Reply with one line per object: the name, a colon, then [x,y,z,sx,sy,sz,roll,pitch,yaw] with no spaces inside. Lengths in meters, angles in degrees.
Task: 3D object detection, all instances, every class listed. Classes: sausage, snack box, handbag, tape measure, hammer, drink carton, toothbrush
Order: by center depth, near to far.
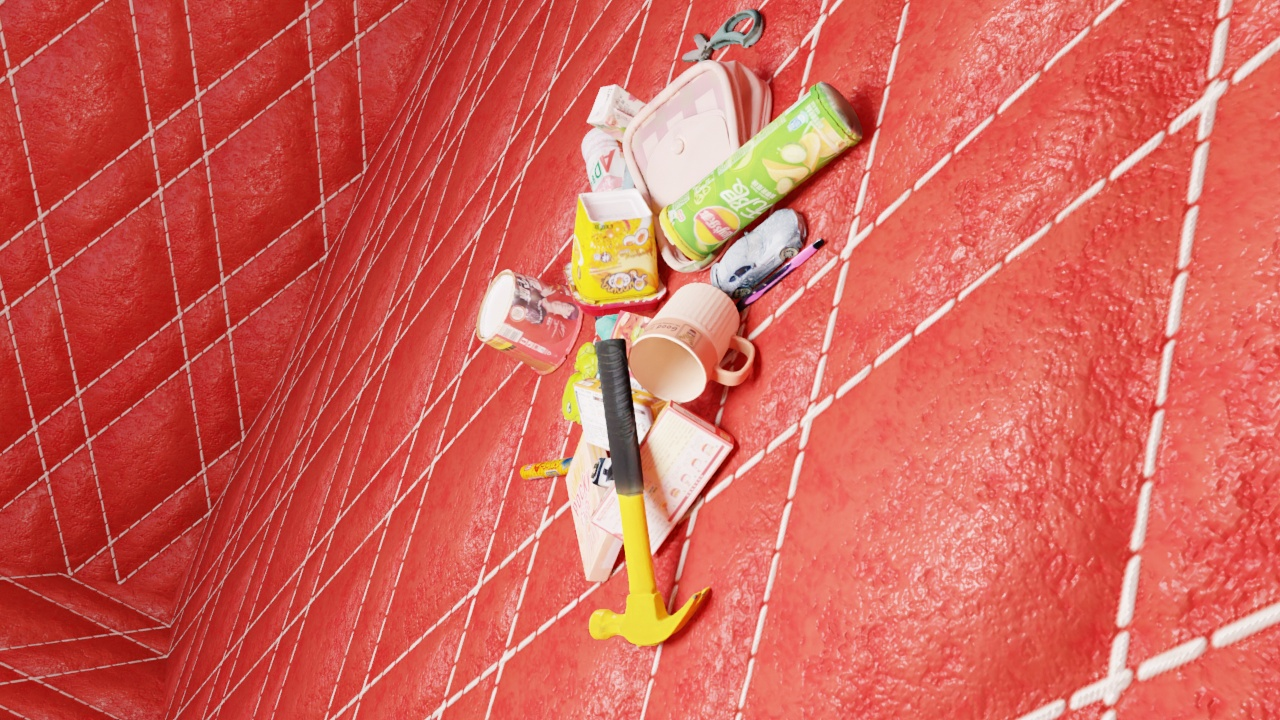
hammer: [-0.009,0.128,0.896,0.129,0.032,0.300,-9,88,30]
snack box: [0.020,0.121,0.932,0.156,0.077,0.027,-56,5,19]
toothbrush: [0.122,-0.073,0.957,0.190,0.014,0.017,-40,31,39]
tape measure: [-0.011,0.129,0.990,0.066,0.065,0.033,-5,67,59]
snack box: [-0.017,0.067,0.999,0.154,0.026,0.075,13,120,53]
snack box: [-0.053,0.165,1.051,0.157,0.026,0.085,-109,31,-48]
snack box: [-0.006,0.006,1.066,0.127,0.044,0.113,17,87,51]
handbag: [0.069,-0.214,1.081,0.194,0.093,0.234,-26,61,49]
sausage: [-0.115,0.140,1.193,0.166,0.021,0.021,-17,57,53]
drink carton: [-0.003,-0.306,1.197,0.045,0.122,0.053,16,83,58]

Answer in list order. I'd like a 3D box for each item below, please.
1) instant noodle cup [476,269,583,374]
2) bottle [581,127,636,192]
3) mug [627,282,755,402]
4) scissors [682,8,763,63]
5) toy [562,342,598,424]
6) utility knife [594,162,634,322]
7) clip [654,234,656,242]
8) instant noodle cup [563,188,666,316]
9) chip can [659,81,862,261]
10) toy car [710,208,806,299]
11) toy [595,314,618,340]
instant noodle cup: [-0.161,-0.061,1.307,0.138,0.108,0.137,-35,43,42]
bottle: [-0.036,-0.243,1.269,0.068,0.068,0.196,-46,41,33]
mug: [0.061,-0.015,0.934,0.105,0.114,0.082,-53,-23,-45]
scissors: [0.091,-0.384,1.198,0.177,0.019,0.171,14,84,58]
toy: [-0.075,0.032,1.184,0.100,0.031,0.096,-64,25,23]
utility knife: [-0.034,-0.149,1.191,0.033,0.015,0.216,20,108,28]
clip: [0.017,-0.163,1.182,0.057,0.014,0.047,-39,39,39]
instant noodle cup: [-0.031,-0.133,1.106,0.116,0.116,0.124,-112,19,-50]
chip can: [0.122,-0.191,0.942,0.222,0.072,0.072,-36,42,29]
toy car: [0.122,-0.112,0.962,0.121,0.036,0.054,-38,41,36]
toy: [-0.031,-0.040,1.166,0.097,0.030,0.092,-54,36,18]
